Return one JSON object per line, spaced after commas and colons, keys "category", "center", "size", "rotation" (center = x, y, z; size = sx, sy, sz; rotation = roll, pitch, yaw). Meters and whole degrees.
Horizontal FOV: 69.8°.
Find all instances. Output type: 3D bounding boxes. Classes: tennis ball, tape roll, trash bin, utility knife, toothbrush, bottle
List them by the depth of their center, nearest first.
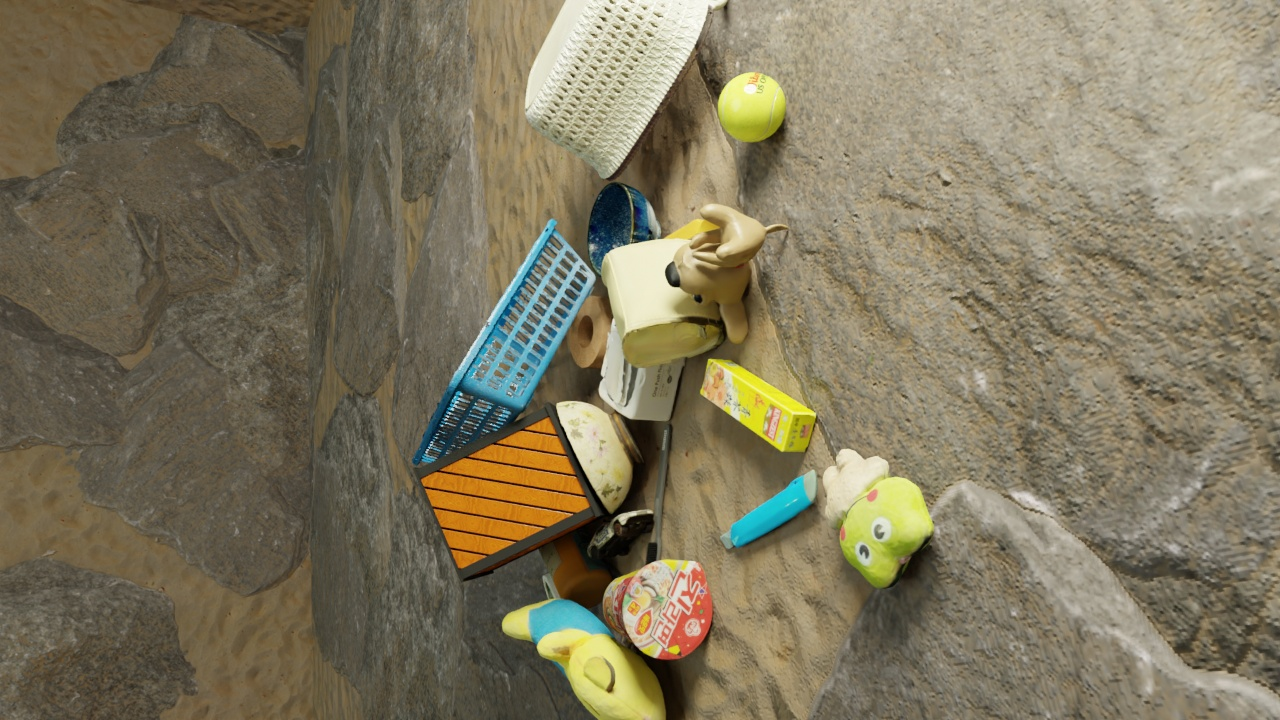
{"category": "utility knife", "center": [0.121, 0.149, 0.879], "size": [0.175, 0.015, 0.031], "rotation": [-45, 47, 50]}
{"category": "tennis ball", "center": [0.108, -0.246, 0.892], "size": [0.065, 0.065, 0.065], "rotation": [-11, 78, 59]}
{"category": "toothbrush", "center": [0.023, 0.155, 1.049], "size": [0.013, 0.013, 0.167], "rotation": [8, 92, 60]}
{"category": "trash bin", "center": [-0.145, 0.157, 1.091], "size": [0.139, 0.172, 0.140], "rotation": [64, -179, 10]}
{"category": "bottle", "center": [-0.094, 0.242, 1.181], "size": [0.157, 0.067, 0.068], "rotation": [54, 132, 47]}
{"category": "tape roll", "center": [-0.059, -0.036, 1.191], "size": [0.094, 0.027, 0.094], "rotation": [-11, 78, 59]}
{"category": "tape roll", "center": [-0.104, 0.323, 1.201], "size": [0.094, 0.018, 0.094], "rotation": [160, 90, -74]}

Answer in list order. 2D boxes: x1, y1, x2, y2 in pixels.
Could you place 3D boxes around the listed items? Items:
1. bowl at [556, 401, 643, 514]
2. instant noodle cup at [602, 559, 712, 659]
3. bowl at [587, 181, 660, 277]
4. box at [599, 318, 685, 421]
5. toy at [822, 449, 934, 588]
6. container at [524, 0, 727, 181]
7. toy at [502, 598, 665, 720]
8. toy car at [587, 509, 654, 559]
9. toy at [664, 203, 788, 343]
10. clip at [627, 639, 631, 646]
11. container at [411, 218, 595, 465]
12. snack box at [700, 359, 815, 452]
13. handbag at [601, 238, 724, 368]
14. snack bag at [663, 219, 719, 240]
{"category": "bowl", "center": [-0.039, 0.102, 1.078], "size": [0.145, 0.063, 0.145], "rotation": [141, 104, -90]}
{"category": "instant noodle cup", "center": [0.007, 0.267, 0.988], "size": [0.113, 0.100, 0.100], "rotation": [152, 117, -64]}
{"category": "bowl", "center": [-0.012, -0.152, 1.091], "size": [0.115, 0.060, 0.114], "rotation": [-6, 83, 61]}
{"category": "box", "center": [-0.016, 0.005, 1.051], "size": [0.102, 0.095, 0.107], "rotation": [33, 113, 55]}
{"category": "toy", "center": [0.186, 0.121, 0.744], "size": [0.092, 0.043, 0.117], "rotation": [-66, 34, 33]}
{"category": "container", "center": [-0.028, -0.339, 1.033], "size": [0.252, 0.143, 0.184], "rotation": [-53, 28, 36]}
{"category": "toy", "center": [-0.049, 0.346, 1.037], "size": [0.084, 0.149, 0.214], "rotation": [-54, 35, -11]}
{"category": "toy car", "center": [-0.025, 0.201, 1.087], "size": [0.113, 0.048, 0.040], "rotation": [-50, 52, 43]}
{"category": "toy", "center": [0.080, -0.099, 0.902], "size": [0.108, 0.105, 0.134], "rotation": [121, 138, -55]}
{"category": "clip", "center": [-0.011, 0.310, 1.074], "size": [0.047, 0.047, 0.054], "rotation": [-34, 56, 24]}
{"category": "container", "center": [-0.177, 0.008, 1.191], "size": [0.256, 0.089, 0.363], "rotation": [-63, 8, -27]}
{"category": "snack box", "center": [0.111, 0.041, 0.893], "size": [0.148, 0.028, 0.040], "rotation": [37, 118, 55]}
{"category": "handbag", "center": [0.024, -0.060, 0.975], "size": [0.081, 0.111, 0.119], "rotation": [89, 169, -55]}
{"category": "snack bag", "center": [0.051, -0.134, 1.017], "size": [0.099, 0.026, 0.020], "rotation": [-22, 63, 55]}
